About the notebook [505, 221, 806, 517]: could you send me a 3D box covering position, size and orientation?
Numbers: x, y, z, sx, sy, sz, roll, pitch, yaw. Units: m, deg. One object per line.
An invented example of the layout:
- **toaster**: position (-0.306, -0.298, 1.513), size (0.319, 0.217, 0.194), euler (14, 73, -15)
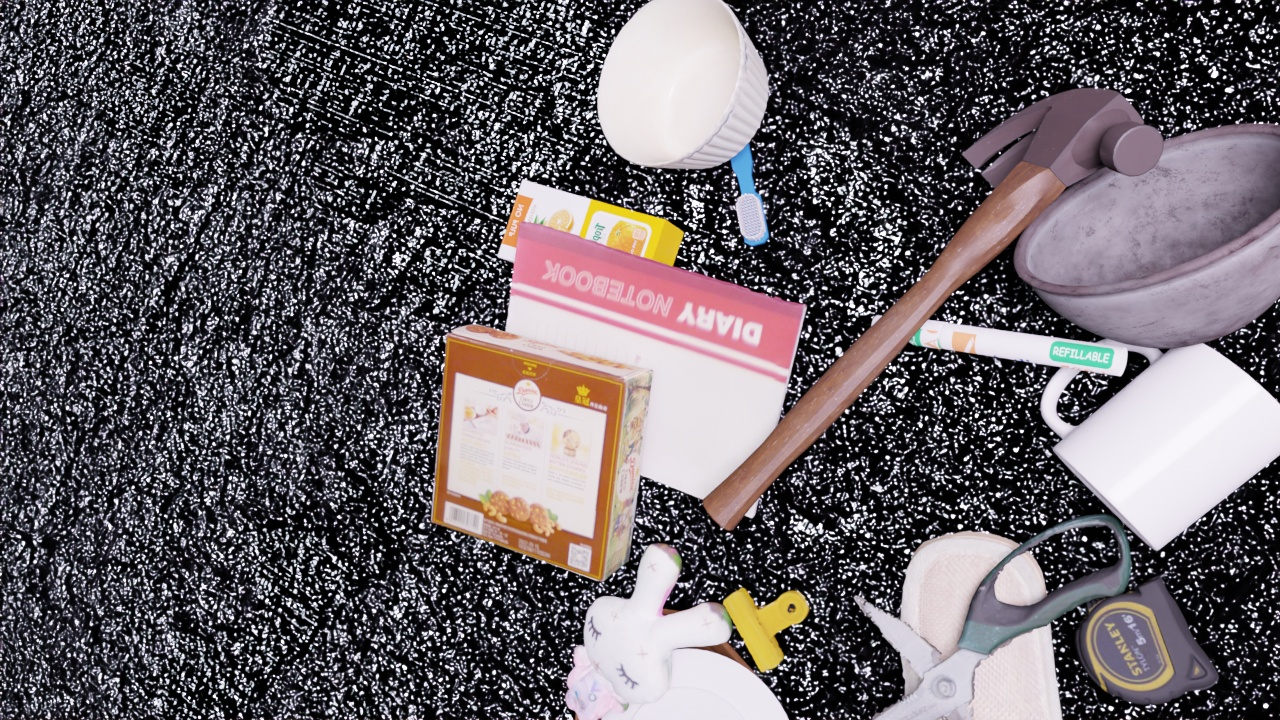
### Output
- **notebook**: position (-0.004, 0.004, 0.620), size (0.209, 0.012, 0.153), euler (19, 113, 22)

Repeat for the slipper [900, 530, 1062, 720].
- **slipper**: position (0.195, 0.237, 0.530), size (0.114, 0.054, 0.272), euler (1, 85, 17)

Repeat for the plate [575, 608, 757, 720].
- **plate**: position (0.019, 0.228, 0.612), size (0.131, 0.025, 0.131), euler (-2, 84, 22)

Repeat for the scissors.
- **scissors**: position (0.213, 0.192, 0.499), size (0.202, 0.015, 0.205), euler (-36, 70, 7)

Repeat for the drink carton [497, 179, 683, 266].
- **drink carton**: position (-0.039, -0.084, 0.655), size (0.122, 0.040, 0.058), euler (19, 92, 22)

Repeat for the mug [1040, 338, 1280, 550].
- **mug**: position (0.279, 0.034, 0.508), size (0.090, 0.073, 0.110), euler (-45, 46, 12)

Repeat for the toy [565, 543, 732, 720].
- **toy**: position (-0.003, 0.181, 0.588), size (0.123, 0.038, 0.079), euler (-48, 66, 5)

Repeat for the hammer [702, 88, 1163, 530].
- **hammer**: position (0.152, -0.024, 0.534), size (0.033, 0.115, 0.323), euler (38, 101, -19)

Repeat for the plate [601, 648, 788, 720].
- **plate**: position (0.033, 0.253, 0.582), size (0.135, 0.011, 0.134), euler (-2, 84, 22)

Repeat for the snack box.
- **snack box**: position (-0.071, 0.061, 0.635), size (0.143, 0.041, 0.147), euler (14, 106, 23)

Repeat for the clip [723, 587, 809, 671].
- **clip**: position (0.084, 0.169, 0.596), size (0.054, 0.048, 0.046), euler (60, 147, 17)

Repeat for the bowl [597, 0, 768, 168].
- **bowl**: position (0.034, -0.179, 0.613), size (0.116, 0.062, 0.115), euler (-6, 81, 38)

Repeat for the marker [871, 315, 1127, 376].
- **marker**: position (0.206, -0.011, 0.542), size (0.146, 0.017, 0.017), euler (12, 89, 40)

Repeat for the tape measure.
- **tape measure**: position (0.276, 0.159, 0.511), size (0.061, 0.034, 0.061), euler (-24, 67, 14)

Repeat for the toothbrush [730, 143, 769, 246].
- **toothbrush**: position (0.065, -0.160, 0.635), size (0.016, 0.014, 0.166), euler (-13, 80, 20)

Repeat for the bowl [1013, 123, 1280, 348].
- **bowl**: position (0.284, -0.056, 0.488), size (0.145, 0.144, 0.067), euler (-30, 111, 17)
